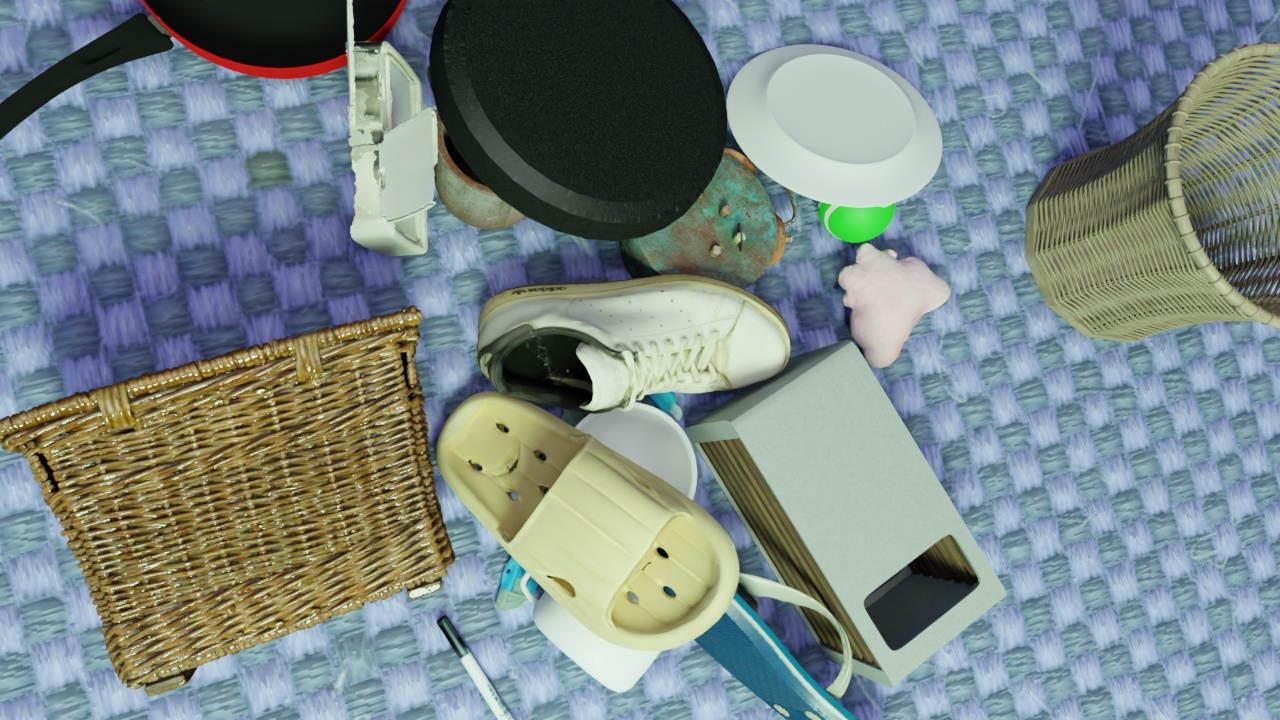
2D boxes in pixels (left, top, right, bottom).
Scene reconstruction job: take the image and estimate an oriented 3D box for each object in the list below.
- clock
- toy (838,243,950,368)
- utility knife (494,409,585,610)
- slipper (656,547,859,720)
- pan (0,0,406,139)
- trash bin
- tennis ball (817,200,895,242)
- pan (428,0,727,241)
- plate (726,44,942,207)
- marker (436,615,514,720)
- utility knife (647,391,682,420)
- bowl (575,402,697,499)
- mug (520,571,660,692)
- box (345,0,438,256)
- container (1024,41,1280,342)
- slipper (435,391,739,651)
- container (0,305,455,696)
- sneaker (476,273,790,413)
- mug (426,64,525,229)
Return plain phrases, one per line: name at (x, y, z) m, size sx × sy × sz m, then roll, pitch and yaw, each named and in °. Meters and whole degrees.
clock at (0.061, -0.114, 0.750) m, size 0.157 × 0.073 × 0.121 m, roll -28°, pitch 90°, yaw -16°
toy at (0.210, -0.054, 0.790) m, size 0.093 × 0.050 × 0.102 m, roll 41°, pitch 79°, yaw -9°
utility knife at (-0.072, 0.102, 0.722) m, size 0.031 × 0.015 × 0.195 m, roll 19°, pitch 78°, yaw -16°
slipper at (0.105, 0.220, 0.705) m, size 0.295 × 0.118 × 0.060 m, roll 45°, pitch 61°, yaw -10°
pan at (-0.328, -0.264, 0.676) m, size 0.209 × 0.067 × 0.355 m, roll 46°, pitch 76°, yaw -5°
trash bin at (0.156, 0.117, 0.723) m, size 0.114 × 0.115 × 0.229 m, roll -32°, pitch 91°, yaw -15°
tennis ball at (0.185, -0.134, 0.786) m, size 0.065 × 0.065 × 0.065 m, roll 2°, pitch 83°, yaw -14°
pan at (-0.071, -0.252, 0.656) m, size 0.224 × 0.034 × 0.356 m, roll -32°, pitch 91°, yaw -31°
plate at (0.168, -0.209, 0.777) m, size 0.188 × 0.016 × 0.188 m, roll 4°, pitch 59°, yaw -7°
marker at (-0.111, 0.259, 0.695) m, size 0.011 × 0.011 × 0.152 m, roll -33°, pitch 91°, yaw -15°
utility knife at (-0.004, 0.004, 0.750) m, size 0.022 × 0.015 × 0.117 m, roll -39°, pitch 96°, yaw -8°
bowl at (-0.014, 0.089, 0.723) m, size 0.110 × 0.041 × 0.110 m, roll 2°, pitch 83°, yaw -15°
mug at (-0.036, 0.186, 0.683) m, size 0.115 × 0.094 × 0.068 m, roll 36°, pitch 77°, yaw 16°
box at (-0.174, -0.153, 0.640) m, size 0.065 × 0.186 × 0.145 m, roll -2°, pitch 90°, yaw -17°
container at (0.474, -0.121, 0.786) m, size 0.226 × 0.196 × 0.226 m, roll 2°, pitch 83°, yaw -14°
slipper at (-0.057, 0.100, 0.631) m, size 0.261 × 0.079 × 0.111 m, roll 32°, pitch 86°, yaw 29°
container at (-0.248, 0.087, 0.610) m, size 0.249 × 0.162 × 0.183 m, roll -17°, pitch 92°, yaw -15°
sneaker at (-0.005, -0.006, 0.680) m, size 0.241 × 0.102 × 0.089 m, roll 1°, pitch 118°, yaw -1°
mug at (-0.122, -0.167, 0.695) m, size 0.096 × 0.110 × 0.123 m, roll -37°, pitch 92°, yaw -20°
